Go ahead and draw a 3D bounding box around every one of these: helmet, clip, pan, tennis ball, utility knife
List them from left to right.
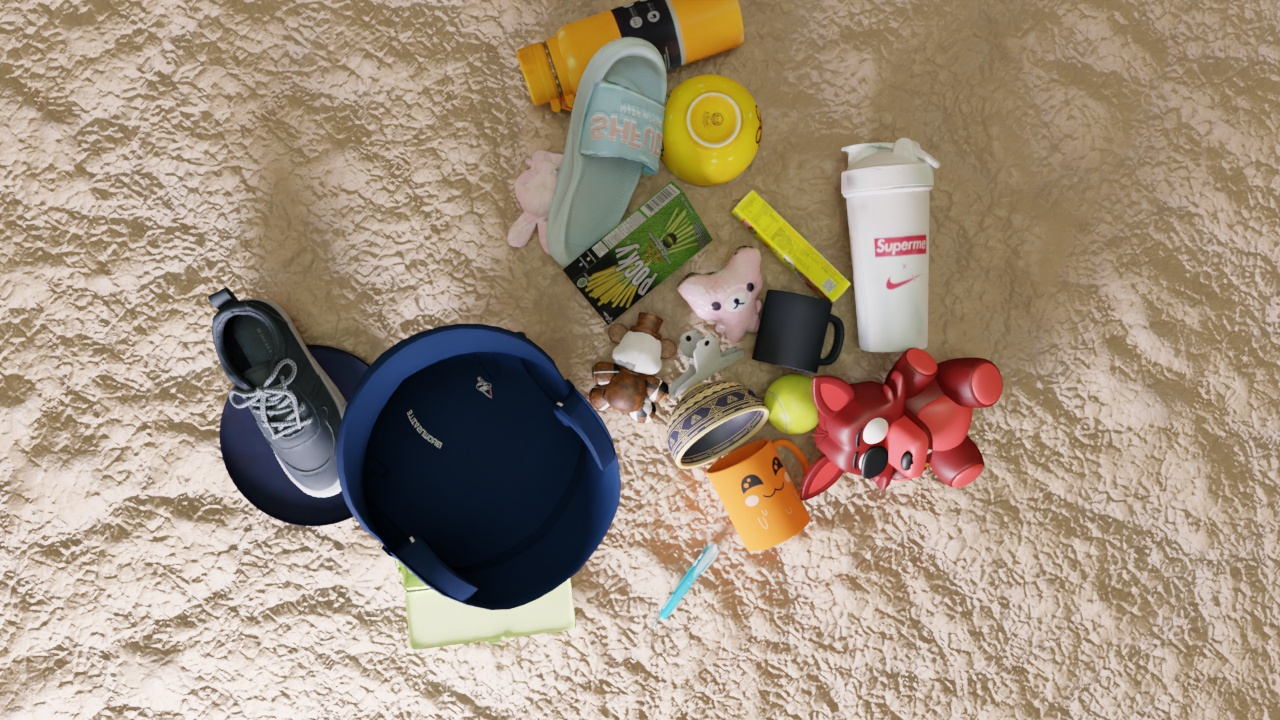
[{"bbox_3d":[-0.287,0.048,1.005,0.356,0.021,0.199,-25,93,1],"label":"pan"},{"bbox_3d":[-0.168,0.080,0.870,0.232,0.223,0.272,-43,135,-13],"label":"helmet"},{"bbox_3d":[0.049,0.253,1.022,0.015,0.022,0.123,36,91,-10],"label":"utility knife"},{"bbox_3d":[0.065,-0.006,0.993,0.101,0.040,0.054,-30,118,-25],"label":"clip"},{"bbox_3d":[0.166,0.047,0.994,0.065,0.065,0.065,0,93,-1],"label":"tennis ball"}]

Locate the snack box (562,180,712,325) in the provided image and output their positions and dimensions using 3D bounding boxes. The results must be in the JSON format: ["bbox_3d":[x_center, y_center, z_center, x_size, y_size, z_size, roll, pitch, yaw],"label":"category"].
[{"bbox_3d":[-0.001,-0.113,0.979,0.147,0.025,0.080,-39,136,1],"label":"snack box"}]

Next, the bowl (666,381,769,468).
[{"bbox_3d":[0.073,0.059,0.978,0.112,0.112,0.061,-31,67,0],"label":"bowl"}]

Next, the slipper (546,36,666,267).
[{"bbox_3d":[-0.026,-0.204,0.944,0.074,0.103,0.246,34,112,38],"label":"slipper"}]

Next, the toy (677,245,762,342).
[{"bbox_3d":[0.098,-0.066,0.995,0.099,0.053,0.096,-28,107,-9],"label":"toy"}]

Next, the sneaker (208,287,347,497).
[{"bbox_3d":[-0.371,0.035,0.948,0.089,0.087,0.235,-28,93,0],"label":"sneaker"}]

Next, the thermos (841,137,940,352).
[{"bbox_3d":[0.268,-0.122,0.978,0.099,0.099,0.220,-5,97,-1],"label":"thermos"}]

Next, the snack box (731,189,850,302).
[{"bbox_3d":[0.163,-0.123,0.998,0.148,0.040,0.029,43,90,-3],"label":"snack box"}]

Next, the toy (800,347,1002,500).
[{"bbox_3d":[0.265,0.069,0.956,0.197,0.120,0.159,-10,124,-16],"label":"toy"}]

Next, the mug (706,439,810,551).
[{"bbox_3d":[0.141,0.137,0.999,0.112,0.078,0.096,-29,93,-27],"label":"mug"}]

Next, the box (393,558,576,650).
[{"bbox_3d":[-0.169,0.243,1.009,0.188,0.047,0.141,-8,102,-1],"label":"box"}]

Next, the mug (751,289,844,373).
[{"bbox_3d":[0.177,-0.028,0.995,0.105,0.071,0.077,11,92,-29],"label":"mug"}]

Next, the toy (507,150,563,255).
[{"bbox_3d":[-0.106,-0.170,0.988,0.063,0.047,0.110,15,104,-1],"label":"toy"}]

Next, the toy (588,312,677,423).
[{"bbox_3d":[-0.006,0.006,0.993,0.087,0.067,0.112,18,83,-2],"label":"toy"}]

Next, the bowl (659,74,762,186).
[{"bbox_3d":[0.074,-0.249,0.977,0.117,0.067,0.117,0,93,-2],"label":"bowl"}]

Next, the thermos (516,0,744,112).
[{"bbox_3d":[-0.010,-0.326,0.966,0.232,0.076,0.091,-19,86,-1],"label":"thermos"}]
